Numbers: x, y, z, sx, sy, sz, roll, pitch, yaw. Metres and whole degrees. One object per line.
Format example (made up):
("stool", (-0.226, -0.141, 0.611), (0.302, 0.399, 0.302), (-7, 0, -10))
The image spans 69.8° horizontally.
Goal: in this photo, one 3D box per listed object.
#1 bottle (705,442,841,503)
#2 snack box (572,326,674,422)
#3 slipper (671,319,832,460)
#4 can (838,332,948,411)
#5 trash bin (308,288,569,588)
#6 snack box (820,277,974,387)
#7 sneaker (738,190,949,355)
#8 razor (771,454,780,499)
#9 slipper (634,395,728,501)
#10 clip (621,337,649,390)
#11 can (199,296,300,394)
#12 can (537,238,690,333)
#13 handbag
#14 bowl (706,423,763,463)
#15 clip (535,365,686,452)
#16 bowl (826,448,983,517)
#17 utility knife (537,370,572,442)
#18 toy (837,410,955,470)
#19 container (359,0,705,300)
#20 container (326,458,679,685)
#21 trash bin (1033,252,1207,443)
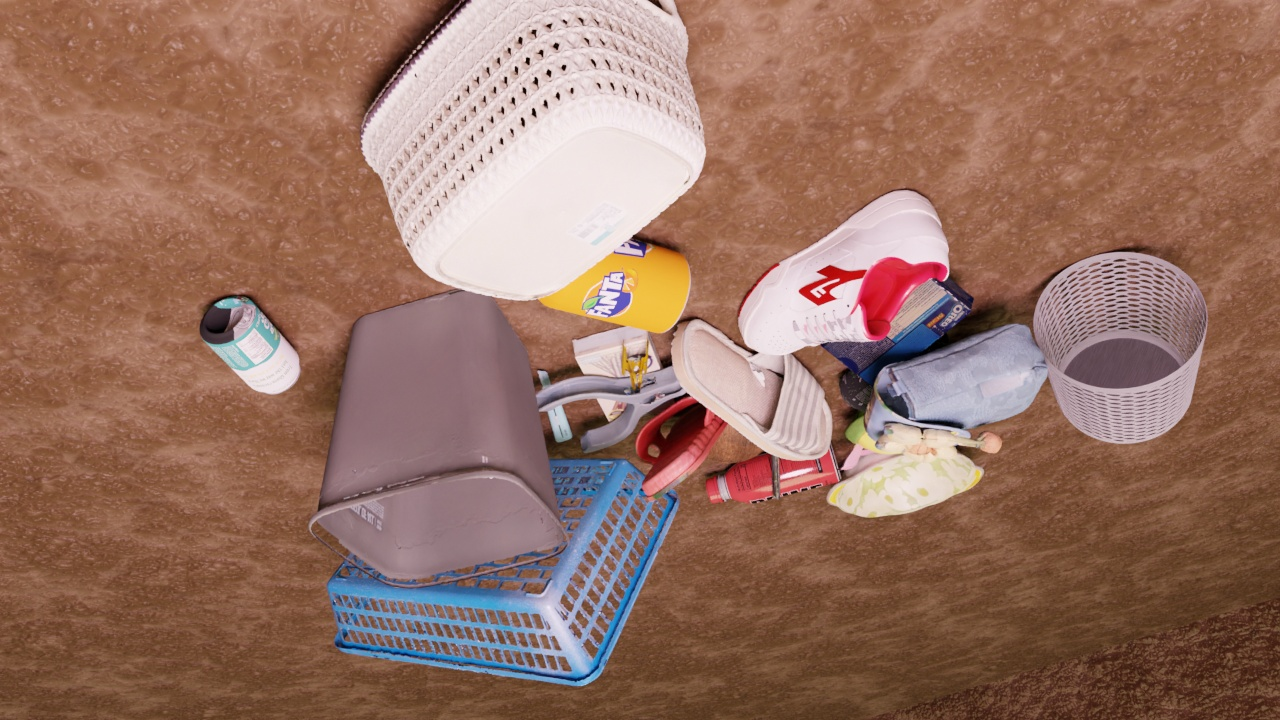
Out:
("bottle", (0.175, 0.155, 1.234), (0.177, 0.062, 0.062), (-16, 145, 10))
("snack box", (-0.016, 0.017, 1.021), (0.082, 0.026, 0.150), (-15, 145, 7))
("slipper", (0.135, 0.034, 1.015), (0.272, 0.114, 0.054), (27, 153, -38))
("can", (0.286, 0.005, 1.047), (0.054, 0.053, 0.138), (13, 140, -29))
("trash bin", (-0.189, 0.071, 0.886), (0.197, 0.219, 0.197), (-14, 146, 8))
("snack box", (0.268, -0.040, 0.968), (0.082, 0.027, 0.151), (38, 133, -6))
("sneaker", (0.195, -0.055, 0.895), (0.090, 0.104, 0.237), (23, 135, -38))
("razor", (0.174, 0.130, 1.183), (0.042, 0.026, 0.106), (-7, 108, -7))
("slipper", (0.040, 0.080, 1.007), (0.104, 0.059, 0.248), (-38, -177, 14))
("clip", (-0.006, 0.005, 0.950), (0.048, 0.046, 0.054), (33, 149, 18))
("can", (-0.367, -0.013, 0.870), (0.055, 0.054, 0.102), (-12, 146, 4))
("can", (-0.030, -0.076, 0.834), (0.142, 0.079, 0.079), (12, 140, -28))
("handbag", (0.333, 0.045, 0.963), (0.192, 0.118, 0.122), (-16, 154, -3))
("bowl", (0.111, 0.098, 1.141), (0.102, 0.026, 0.114), (35, 131, -22))
("clip", (-0.048, 0.040, 0.994), (0.164, 0.030, 0.173), (22, 133, -41))
("bowl", (0.359, 0.151, 1.273), (0.219, 0.060, 0.189), (-5, 145, -7))
("utility knife", (-0.101, 0.052, 1.065), (0.022, 0.015, 0.148), (-8, 143, 1))
("toy", (0.333, 0.067, 1.118), (0.189, 0.087, 0.239), (5, 144, -39))
("container", (-0.072, -0.153, 0.655), (0.252, 0.143, 0.184), (-34, 153, 32))
("container", (-0.166, 0.207, 1.017), (0.363, 0.256, 0.089), (-4, 126, 31))
("trash bin", (0.524, -0.004, 1.004), (0.157, 0.156, 0.183), (-22, 146, 18))
